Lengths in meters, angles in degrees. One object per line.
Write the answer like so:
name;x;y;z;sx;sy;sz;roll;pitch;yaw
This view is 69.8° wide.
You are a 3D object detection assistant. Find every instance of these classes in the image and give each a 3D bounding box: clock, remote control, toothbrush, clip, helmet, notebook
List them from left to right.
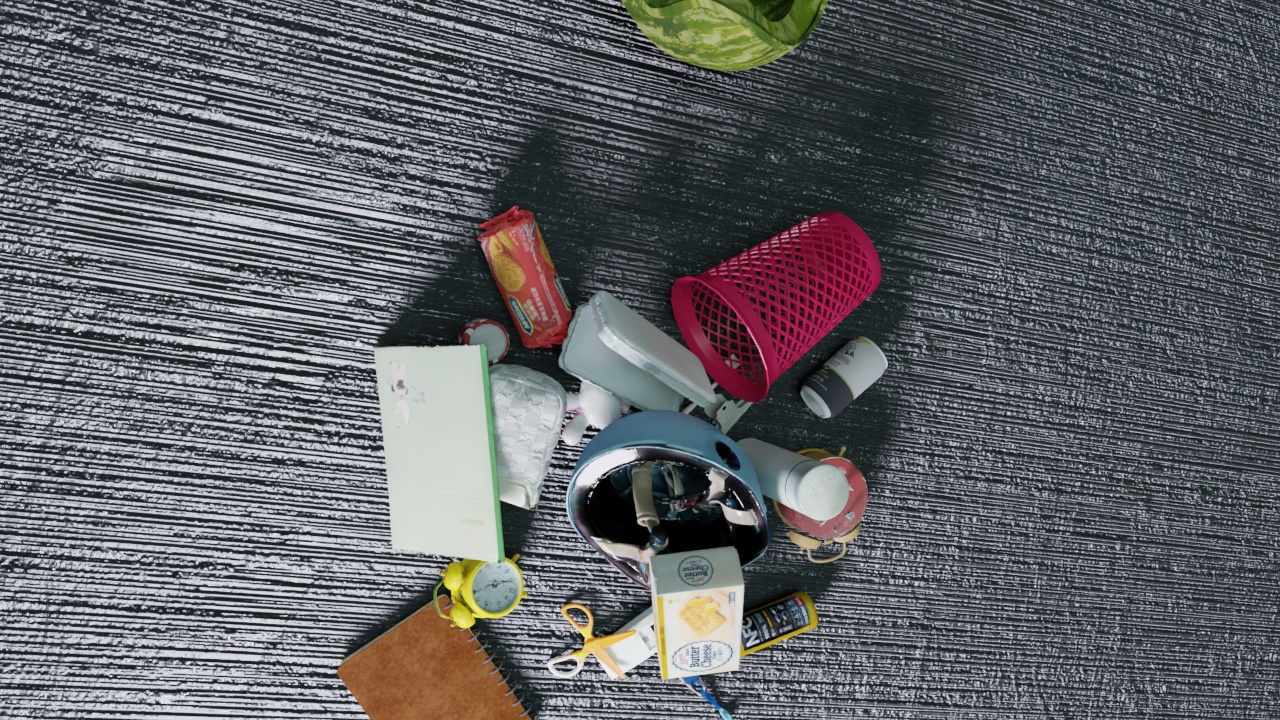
notebook;-0.239;0.107;1.083;0.010;0.182;0.252;-11;99;-57
notebook;-0.250;0.426;1.162;0.167;0.024;0.225;-33;102;-10
clock;-0.201;0.283;1.138;0.118;0.057;0.083;-12;89;-31
remote control;0.009;0.368;1.230;0.143;0.024;0.049;-33;102;-11
helmet;0.029;0.159;1.135;0.226;0.166;0.265;-33;124;23
toothbrush;0.067;0.058;1.230;0.181;0.016;0.018;-44;97;-9
toothbrush;0.084;0.452;1.261;0.021;0.017;0.135;-44;104;-11
helmet;0.091;-0.459;1.085;0.243;0.247;0.213;17;97;-58
clip;0.114;0.071;1.238;0.101;0.038;0.054;-48;117;-9
clock;0.252;0.200;1.257;0.117;0.081;0.159;-8;96;-15

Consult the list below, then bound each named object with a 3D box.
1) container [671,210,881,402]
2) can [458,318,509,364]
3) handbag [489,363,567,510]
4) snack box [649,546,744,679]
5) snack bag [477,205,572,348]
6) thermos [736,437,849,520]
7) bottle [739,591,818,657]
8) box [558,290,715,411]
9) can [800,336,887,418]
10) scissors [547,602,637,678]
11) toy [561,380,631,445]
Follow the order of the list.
container;0.184;-0.084;1.181;0.225;0.183;0.183;-34;102;-19
can;-0.190;-0.024;1.110;0.054;0.097;0.054;-1;94;-16
handbag;-0.152;0.082;1.108;0.112;0.123;0.172;18;113;-3
snack box;0.069;0.315;1.132;0.104;0.057;0.208;-6;134;-3
snack bag;-0.139;-0.100;1.132;0.082;0.082;0.176;-24;100;-13
thermos;0.179;0.145;1.155;0.068;0.230;0.068;-1;94;-16
bottle;0.149;0.371;1.254;0.186;0.053;0.053;-17;98;-14
box;-0.011;0.008;1.159;0.110;0.107;0.216;-37;130;23
can;0.283;0.020;1.262;0.127;0.064;0.064;-39;103;-10
scissors;-0.069;0.378;1.206;0.129;0.011;0.125;-44;92;0
toy;-0.055;0.055;1.184;0.125;0.037;0.076;-25;96;-19
